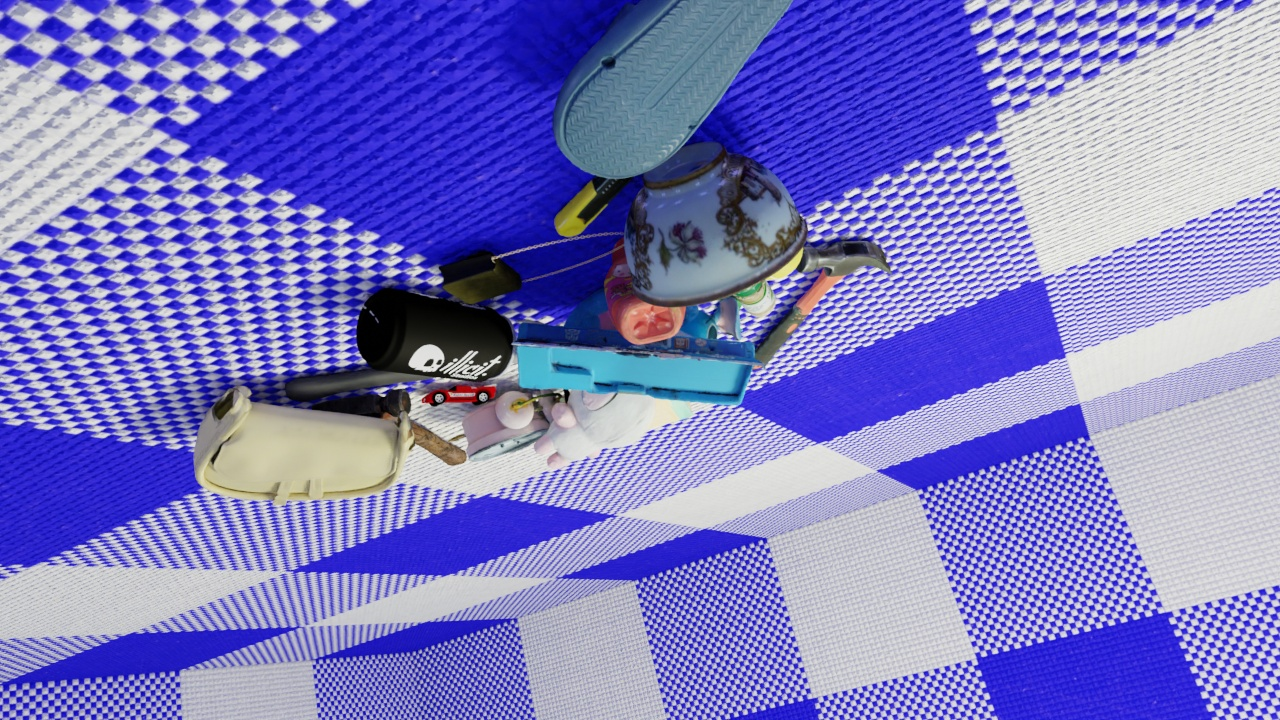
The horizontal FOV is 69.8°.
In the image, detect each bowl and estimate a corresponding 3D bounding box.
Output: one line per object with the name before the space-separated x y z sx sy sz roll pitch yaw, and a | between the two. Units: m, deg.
bowl | 0.052 -0.127 0.774 0.160 0.159 0.094 -18 119 10

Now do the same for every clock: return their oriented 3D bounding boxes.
clock | -0.169 0.080 1.215 0.158 0.058 0.116 -30 167 34

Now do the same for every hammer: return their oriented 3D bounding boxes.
hammer | -0.313 0.100 1.237 0.120 0.033 0.330 -7 162 7
hammer | 0.199 -0.059 1.167 0.133 0.033 0.334 -8 160 -19
hammer | -0.244 0.008 1.050 0.310 0.029 0.125 -10 159 -11

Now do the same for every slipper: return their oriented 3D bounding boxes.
slipper | 0.017 -0.211 0.620 0.103 0.059 0.214 18 129 -41

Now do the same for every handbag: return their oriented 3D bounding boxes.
handbag | -0.383 0.101 1.049 0.232 0.088 0.191 9 151 -19
handbag | -0.096 -0.096 0.869 0.178 0.027 0.084 -15 167 10

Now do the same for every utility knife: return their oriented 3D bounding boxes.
utility knife | -0.021 -0.158 0.785 0.028 0.020 0.175 1 154 -38

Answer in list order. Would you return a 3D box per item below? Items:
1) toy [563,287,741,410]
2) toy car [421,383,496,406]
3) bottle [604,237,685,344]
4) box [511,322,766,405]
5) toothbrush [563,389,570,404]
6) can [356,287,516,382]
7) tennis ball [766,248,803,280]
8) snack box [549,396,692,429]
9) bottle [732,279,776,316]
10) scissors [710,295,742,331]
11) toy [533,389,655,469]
toy | -0.001 -0.024 1.034 0.225 0.098 0.191 -26 150 27
toy car | -0.228 0.044 1.153 0.089 0.025 0.038 -1 174 -22
bottle | 0.002 -0.071 0.865 0.071 0.134 0.048 -14 125 1
box | -0.005 -0.007 0.930 0.243 0.059 0.176 5 165 -2
toothbrush | -0.092 0.071 1.244 0.014 0.017 0.188 -11 140 0
can | -0.203 -0.023 0.922 0.080 0.080 0.145 -30 154 36
tennis ball | 0.131 -0.114 0.928 0.065 0.065 0.065 -12 159 -5
snack box | -0.031 0.074 1.332 0.194 0.044 0.141 -17 158 8
bottle | 0.126 -0.081 1.043 0.043 0.042 0.110 -20 159 15
scissors | 0.082 -0.046 1.146 0.123 0.011 0.127 -8 157 -12
toy | -0.057 0.075 1.198 0.179 0.101 0.139 -37 138 3
